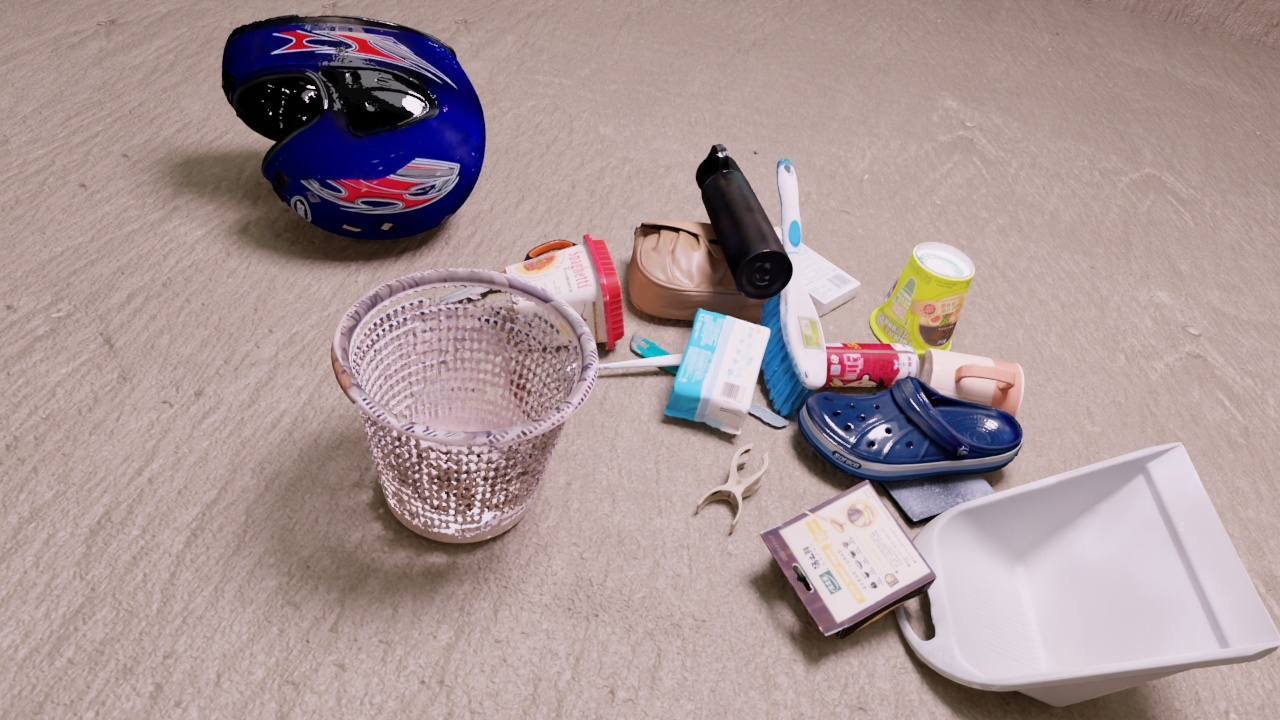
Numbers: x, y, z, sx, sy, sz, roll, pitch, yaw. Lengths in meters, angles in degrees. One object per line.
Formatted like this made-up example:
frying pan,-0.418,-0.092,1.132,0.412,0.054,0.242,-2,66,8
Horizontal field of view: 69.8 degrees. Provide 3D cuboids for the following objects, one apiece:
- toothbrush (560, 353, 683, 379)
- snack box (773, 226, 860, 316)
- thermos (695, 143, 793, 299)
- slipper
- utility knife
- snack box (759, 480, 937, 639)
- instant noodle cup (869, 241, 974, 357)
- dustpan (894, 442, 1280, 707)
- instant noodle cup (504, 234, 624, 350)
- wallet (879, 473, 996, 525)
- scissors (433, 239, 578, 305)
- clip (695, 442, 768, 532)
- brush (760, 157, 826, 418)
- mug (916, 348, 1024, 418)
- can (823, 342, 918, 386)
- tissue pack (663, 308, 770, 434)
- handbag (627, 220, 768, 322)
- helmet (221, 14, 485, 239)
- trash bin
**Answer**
toothbrush,-0.006,0.006,1.073,0.180,0.016,0.016,-6,57,-14
snack box,0.218,-0.126,1.275,0.084,0.027,0.157,-28,55,-36
thermos,0.117,-0.180,1.120,0.068,0.090,0.242,-15,42,0
slipper,0.304,0.070,1.005,0.252,0.095,0.105,4,35,-7
utility knife,0.077,0.023,1.084,0.219,0.013,0.029,29,48,18
snack box,0.193,0.190,0.869,0.125,0.053,0.113,-25,59,-11
instant noodle cup,0.371,-0.083,1.190,0.111,0.124,0.111,7,42,-6
dustpan,0.370,0.193,0.831,0.142,0.259,0.222,28,38,-18
instant noodle cup,-0.091,-0.073,1.088,0.124,0.117,0.116,-11,45,-7
wallet,0.322,0.133,1.018,0.120,0.019,0.097,-10,43,-21
scissors,-0.168,-0.111,1.177,0.234,0.022,0.139,-9,37,-16
clip,0.101,0.131,0.955,0.074,0.035,0.100,30,49,18
brush,0.178,-0.092,1.104,0.060,0.110,0.313,5,58,-17
mug,0.389,0.029,1.080,0.106,0.115,0.081,11,75,2
can,0.268,0.005,1.119,0.132,0.053,0.053,0,42,-13
tissue pack,0.088,0.011,1.043,0.090,0.063,0.139,17,64,5
handbag,0.085,-0.123,1.184,0.204,0.100,0.147,1,48,-19
helmet,-0.352,-0.273,1.140,0.315,0.248,0.240,0,76,-17
trash bin,-0.163,0.056,0.852,0.227,0.193,0.227,7,41,-6
